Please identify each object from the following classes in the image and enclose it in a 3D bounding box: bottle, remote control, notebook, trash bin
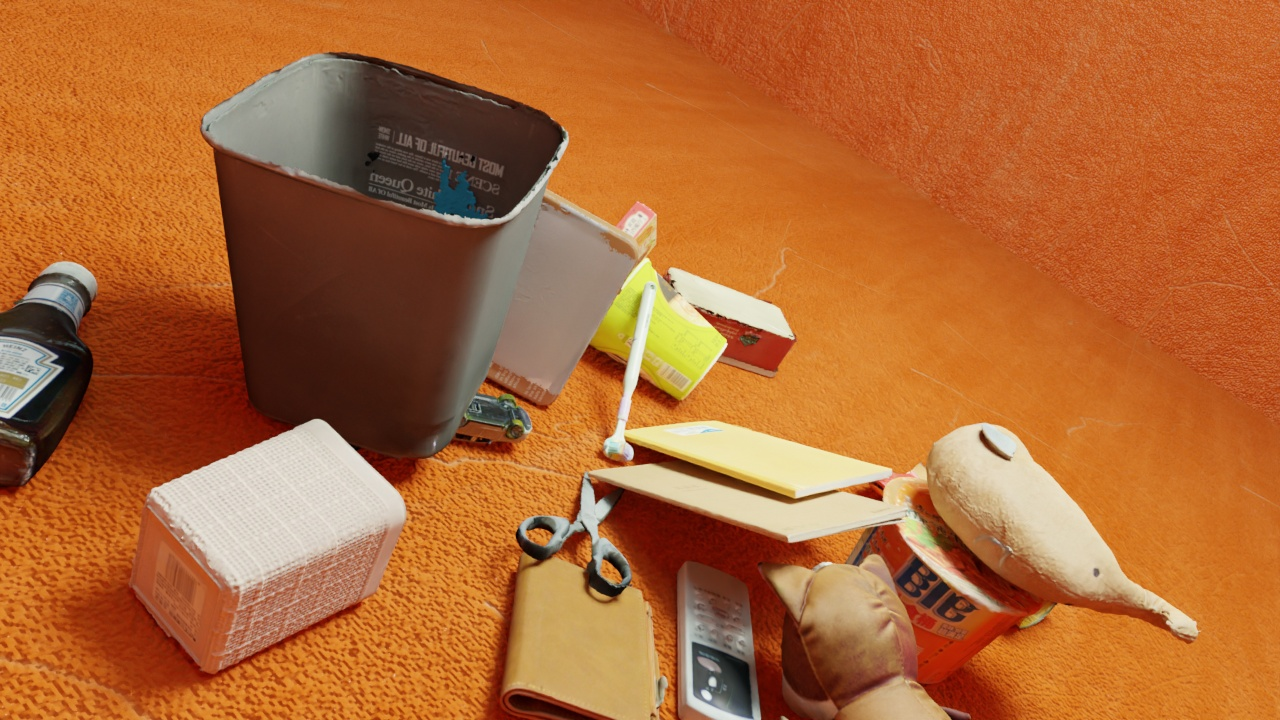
[{"bbox_3d":[-0.387,-0.002,0.575,0.079,0.044,0.194,17,28,-24],"label":"bottle"},{"bbox_3d":[0.055,0.206,0.665,0.058,0.021,0.149,23,26,-11],"label":"remote control"},{"bbox_3d":[0.099,0.083,0.825,0.145,0.010,0.207,-2,11,-45],"label":"notebook"},{"bbox_3d":[-0.178,-0.070,0.651,0.199,0.220,0.198,18,36,1],"label":"trash bin"},{"bbox_3d":[0.082,0.107,0.736,0.149,0.012,0.212,0,7,-43],"label":"notebook"}]

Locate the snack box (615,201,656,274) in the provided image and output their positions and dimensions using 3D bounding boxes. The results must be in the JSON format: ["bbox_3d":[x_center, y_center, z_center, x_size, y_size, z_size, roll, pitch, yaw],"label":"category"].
[{"bbox_3d":[-0.039,-0.083,0.921,0.025,0.152,0.075,36,-14,11],"label":"snack box"}]

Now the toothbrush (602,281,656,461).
[{"bbox_3d":[-0.005,0.005,0.855,0.029,0.020,0.189,22,59,-19],"label":"toothbrush"}]

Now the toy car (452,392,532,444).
[{"bbox_3d":[-0.132,0.046,0.745,0.090,0.035,0.042,12,33,-28],"label":"toy car"}]

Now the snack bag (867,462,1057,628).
[{"bbox_3d":[0.333,0.177,0.947,0.128,0.073,0.208,4,30,-47],"label":"snack bag"}]

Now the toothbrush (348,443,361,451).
[{"bbox_3d":[-0.214,0.063,0.659,0.018,0.016,0.180,26,26,14],"label":"toothbrush"}]

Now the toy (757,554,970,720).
[{"bbox_3d":[0.149,0.226,0.621,0.140,0.131,0.199,8,55,-39],"label":"toy"}]

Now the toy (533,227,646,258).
[{"bbox_3d":[-0.058,-0.124,1.043,0.178,0.074,0.194,21,6,-3],"label":"toy"}]

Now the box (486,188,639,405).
[{"bbox_3d":[-0.121,-0.102,0.854,0.205,0.181,0.157,29,22,-8],"label":"box"}]

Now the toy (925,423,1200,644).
[{"bbox_3d":[0.318,0.140,0.719,0.143,0.083,0.226,-4,44,-36],"label":"toy"}]

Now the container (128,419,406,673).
[{"bbox_3d":[-0.211,0.104,0.515,0.090,0.090,0.110,39,32,18],"label":"container"}]

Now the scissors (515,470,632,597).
[{"bbox_3d":[-0.042,0.121,0.694,0.165,0.014,0.163,13,22,-41],"label":"scissors"}]

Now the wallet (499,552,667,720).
[{"bbox_3d":[-0.035,0.186,0.599,0.107,0.031,0.131,23,23,-13],"label":"wallet"}]

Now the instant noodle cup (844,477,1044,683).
[{"bbox_3d":[0.240,0.189,0.772,0.151,0.112,0.151,23,28,-13],"label":"instant noodle cup"}]

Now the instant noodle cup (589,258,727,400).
[{"bbox_3d":[0.020,-0.025,0.951,0.123,0.112,0.111,38,27,0],"label":"instant noodle cup"}]

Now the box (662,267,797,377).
[{"bbox_3d":[0.100,-0.052,1.096,0.168,0.077,0.091,18,30,-23],"label":"box"}]
